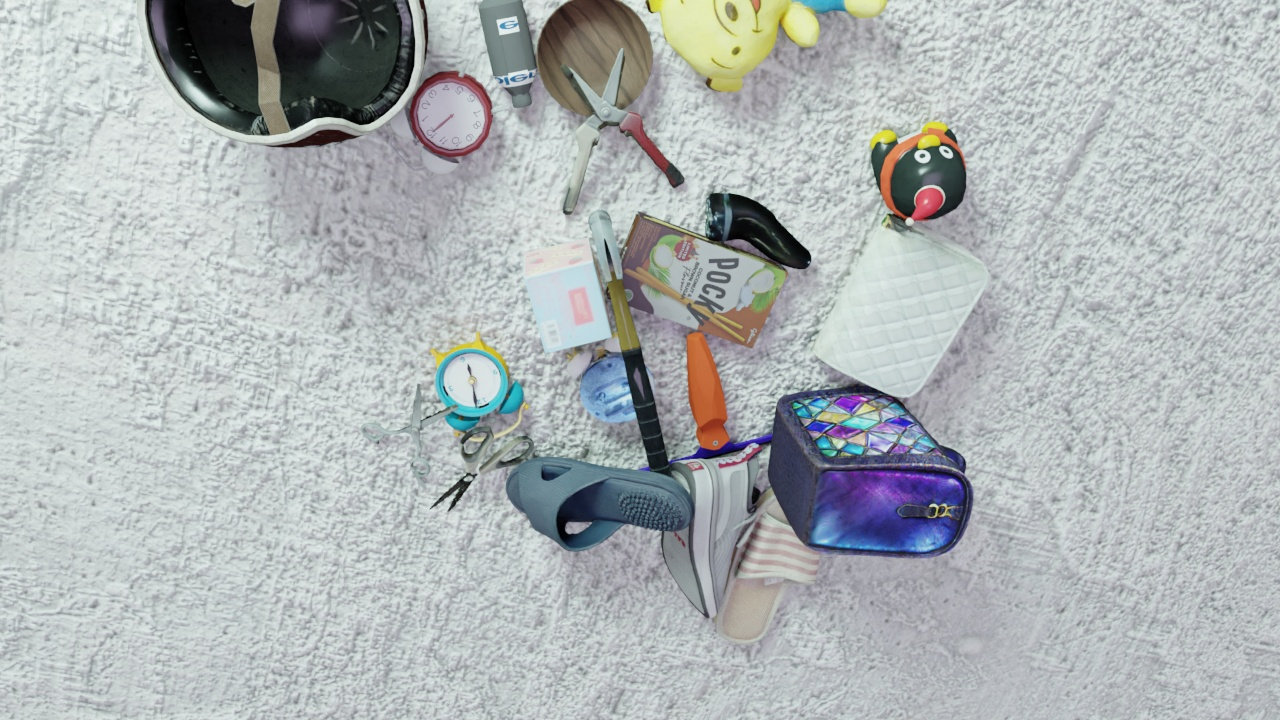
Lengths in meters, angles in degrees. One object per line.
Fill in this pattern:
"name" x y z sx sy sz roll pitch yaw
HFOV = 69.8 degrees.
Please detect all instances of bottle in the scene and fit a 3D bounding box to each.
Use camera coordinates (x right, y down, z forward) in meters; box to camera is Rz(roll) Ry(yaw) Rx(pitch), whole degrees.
"bottle" -0.132 -0.315 0.935 0.047 0.047 0.112 -11 115 -2

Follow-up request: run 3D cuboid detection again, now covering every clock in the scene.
"clock" -0.204 -0.250 0.956 0.125 0.044 0.087 -38 113 9
"clock" -0.035 0.014 1.089 0.089 0.052 0.125 -25 114 5
"clock" -0.193 0.035 1.087 0.099 0.043 0.130 -21 107 3

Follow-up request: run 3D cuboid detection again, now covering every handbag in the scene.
"handbag" 0.278 0.128 1.090 0.222 0.204 0.126 -1 115 -9
"handbag" 0.304 -0.063 1.086 0.139 0.072 0.195 25 109 -7

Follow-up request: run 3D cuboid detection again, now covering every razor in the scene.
"razor" 0.131 -0.140 1.041 0.140 0.052 0.064 30 118 -19

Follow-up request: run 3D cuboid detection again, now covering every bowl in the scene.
"bowl" -0.048 -0.316 0.951 0.119 0.032 0.119 -2 114 -6

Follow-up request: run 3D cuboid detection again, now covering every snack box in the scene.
"snack box" 0.065 -0.092 1.065 0.186 0.031 0.101 18 110 -14
"snack box" -0.081 -0.074 1.021 0.079 0.094 0.093 -14 114 -1

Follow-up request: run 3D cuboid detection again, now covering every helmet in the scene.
"helmet" -0.308 -0.304 0.803 0.234 0.252 0.233 -7 111 23

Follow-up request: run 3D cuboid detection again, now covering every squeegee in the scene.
"squeegee" 0.081 0.051 1.116 0.249 0.055 0.185 -14 118 -4

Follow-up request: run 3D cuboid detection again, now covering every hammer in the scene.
"hammer" -0.006 0.006 1.014 0.025 0.117 0.333 -14 115 -1

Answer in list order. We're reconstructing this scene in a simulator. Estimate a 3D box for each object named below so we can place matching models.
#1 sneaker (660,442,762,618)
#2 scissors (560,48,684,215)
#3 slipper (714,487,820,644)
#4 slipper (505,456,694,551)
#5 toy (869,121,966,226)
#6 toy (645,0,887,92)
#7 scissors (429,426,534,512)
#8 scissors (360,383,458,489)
"sneaker" 0.100 0.219 1.184 0.128 0.097 0.263 -20 127 -24
"scissors" -0.037 -0.227 0.978 0.180 0.015 0.199 -39 130 23
"slipper" 0.177 0.283 1.234 0.115 0.052 0.263 15 111 -12
"slipper" -0.066 0.175 1.078 0.264 0.082 0.101 -1 123 32
"toy" 0.311 -0.199 1.001 0.097 0.119 0.100 -11 118 -2
"toy" 0.120 -0.367 0.922 0.214 0.084 0.149 -29 107 7
"scissors" -0.206 0.131 1.119 0.163 0.012 0.154 -21 141 0
"scissors" -0.265 0.093 1.099 0.142 0.014 0.165 -7 125 18
